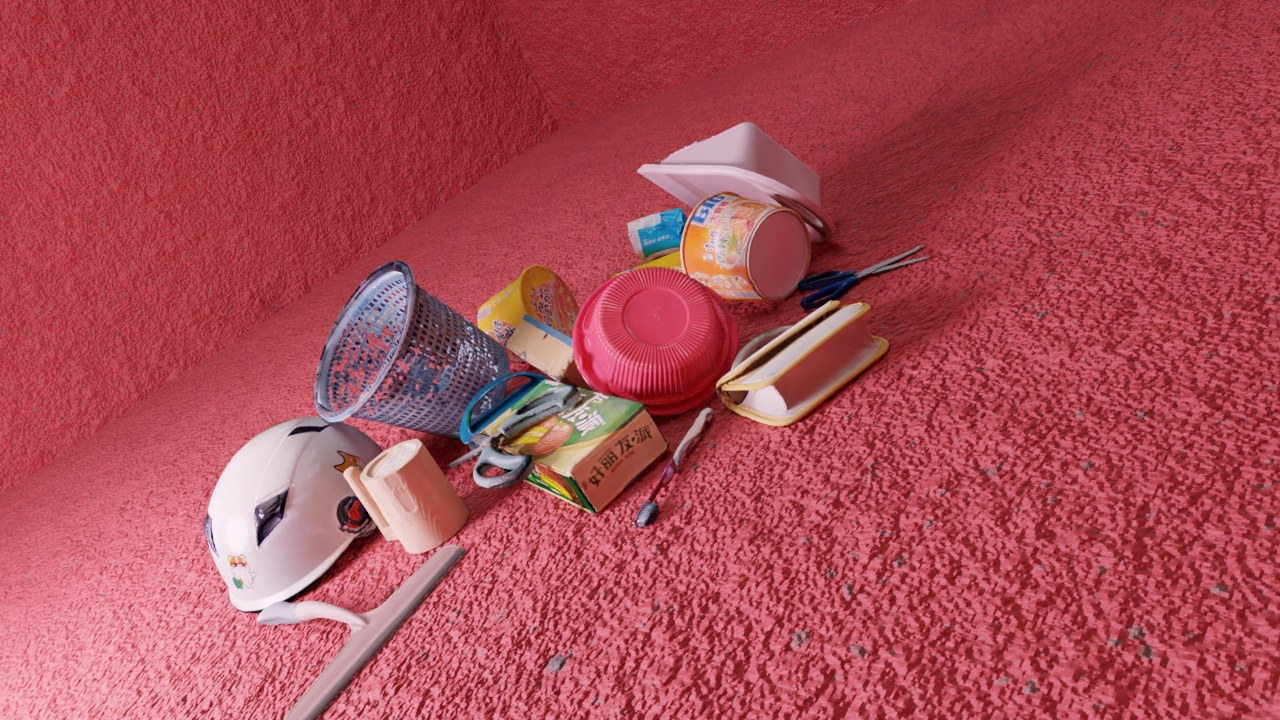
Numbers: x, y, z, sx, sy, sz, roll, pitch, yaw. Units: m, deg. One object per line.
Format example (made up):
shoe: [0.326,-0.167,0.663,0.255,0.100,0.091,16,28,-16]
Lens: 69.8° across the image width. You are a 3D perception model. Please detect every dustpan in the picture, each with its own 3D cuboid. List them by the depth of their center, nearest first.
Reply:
dustpan: [0.144,-0.220,1.314,0.274,0.222,0.138,-25,48,47]

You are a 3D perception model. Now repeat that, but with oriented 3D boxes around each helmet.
helmet: [-0.445,0.168,1.163,0.231,0.157,0.273,-17,24,25]

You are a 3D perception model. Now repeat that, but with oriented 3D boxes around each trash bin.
trash bin: [-0.294,0.009,1.239,0.227,0.195,0.226,-28,47,36]

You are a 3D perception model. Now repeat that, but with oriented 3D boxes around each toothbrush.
toothbrush: [0.039,0.104,0.929,0.017,0.016,0.187,-2,32,33]

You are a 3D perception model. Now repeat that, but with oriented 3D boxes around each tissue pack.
tissue pack: [0.039,-0.183,1.410,0.090,0.063,0.140,-15,-9,11]

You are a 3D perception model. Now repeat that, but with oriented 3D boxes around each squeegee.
squeegee: [-0.348,0.272,0.975,0.250,0.040,0.246,-10,28,40]

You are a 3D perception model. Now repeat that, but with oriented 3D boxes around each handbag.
handbag: [0.154,-0.007,0.993,0.163,0.063,0.179,-34,19,-20]

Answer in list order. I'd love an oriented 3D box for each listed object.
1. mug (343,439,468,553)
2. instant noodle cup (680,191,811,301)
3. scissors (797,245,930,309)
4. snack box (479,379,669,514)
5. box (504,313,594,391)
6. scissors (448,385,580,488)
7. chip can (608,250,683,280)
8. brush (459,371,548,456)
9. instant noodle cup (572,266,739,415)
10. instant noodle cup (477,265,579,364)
mug: [-0.274,0.157,1.057,0.125,0.103,0.084,-13,26,32]
instant noodle cup: [0.144,-0.143,1.205,0.151,0.151,0.111,-38,32,-26]
scissors: [0.267,-0.102,1.134,0.166,0.012,0.156,-1,32,47]
snack box: [-0.082,0.091,1.034,0.114,0.063,0.240,-40,24,-22]
box: [-0.102,-0.001,1.198,0.184,0.089,0.059,25,81,52]
scissors: [-0.136,0.089,0.996,0.170,0.019,0.179,-29,24,1]
chip can: [0.060,-0.127,1.355,0.214,0.072,0.071,-18,23,24]
brush: [-0.180,0.061,1.206,0.143,0.073,0.055,-39,19,-27]
instant noodle cup: [0.018,-0.037,1.047,0.193,0.194,0.066,-34,-21,-16]
instant noodle cup: [-0.175,-0.062,1.414,0.110,0.138,0.137,-25,20,31]
